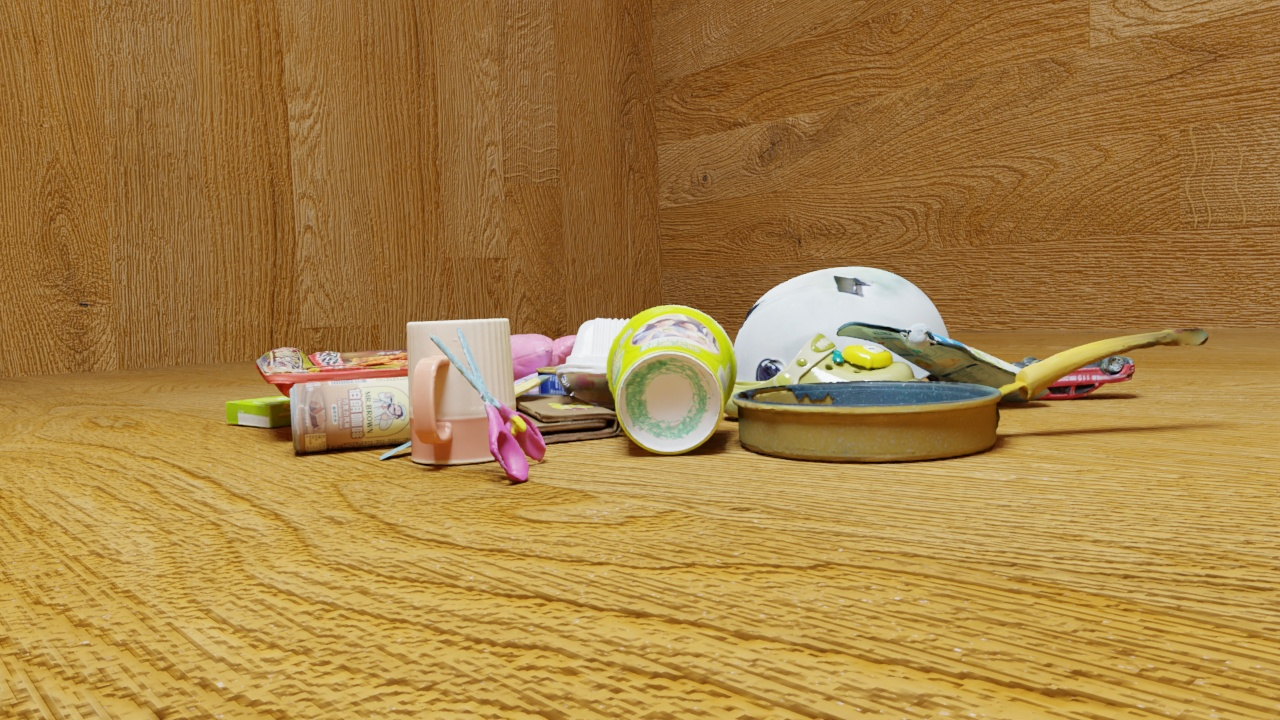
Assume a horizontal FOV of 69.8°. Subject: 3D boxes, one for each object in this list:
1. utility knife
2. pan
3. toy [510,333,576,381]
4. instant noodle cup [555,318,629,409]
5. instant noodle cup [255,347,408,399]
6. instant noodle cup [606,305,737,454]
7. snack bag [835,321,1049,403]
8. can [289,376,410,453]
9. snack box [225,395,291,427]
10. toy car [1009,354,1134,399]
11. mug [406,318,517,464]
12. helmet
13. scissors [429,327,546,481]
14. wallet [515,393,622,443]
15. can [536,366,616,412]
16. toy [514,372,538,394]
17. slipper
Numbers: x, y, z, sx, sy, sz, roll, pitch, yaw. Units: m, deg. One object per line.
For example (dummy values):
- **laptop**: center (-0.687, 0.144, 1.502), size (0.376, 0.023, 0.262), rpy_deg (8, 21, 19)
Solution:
- **utility knife**: center (-0.147, 0.049, 0.782), size (0.031, 0.020, 0.187), rpy_deg (-16, 13, 44)
- **pan**: center (0.249, 0.021, 0.698), size (0.357, 0.078, 0.197), rpy_deg (-2, 4, 1)
- **toy**: center (-0.165, 0.007, 1.150), size (0.194, 0.074, 0.179), rpy_deg (-16, -6, -35)
- **instant noodle cup**: center (-0.005, 0.005, 0.880), size (0.138, 0.060, 0.173), rpy_deg (2, -15, 3)
- **instant noodle cup**: center (-0.280, 0.026, 0.920), size (0.188, 0.079, 0.165), rpy_deg (-5, 8, -25)
- **instant noodle cup**: center (0.023, 0.020, 0.725), size (0.112, 0.112, 0.123), rpy_deg (-2, 11, 4)
- **snack bag**: center (0.290, -0.002, 0.877), size (0.191, 0.039, 0.110), rpy_deg (20, 2, -27)
- **can**: center (-0.236, 0.045, 0.781), size (0.116, 0.058, 0.058), rpy_deg (-3, 4, -21)
- **snack box**: center (-0.371, 0.052, 1.034), size (0.086, 0.026, 0.156), rpy_deg (1, 4, 37)
- **toy car**: center (0.435, 0.016, 0.934), size (0.121, 0.045, 0.052), rpy_deg (-7, 5, 14)
- **mug**: center (-0.142, 0.023, 0.695), size (0.082, 0.106, 0.114), rpy_deg (-2, 3, 13)
- **helmet**: center (0.221, -0.032, 1.047), size (0.259, 0.146, 0.228), rpy_deg (1, 4, 44)
- **scissors**: center (-0.102, 0.033, 0.626), size (0.017, 0.133, 0.131), rpy_deg (-31, 33, 9)
- **wallet**: center (-0.077, 0.052, 0.819), size (0.090, 0.033, 0.115), rpy_deg (-3, 7, -24)
- **can**: center (-0.038, 0.029, 0.998), size (0.148, 0.049, 0.074), rpy_deg (-2, 3, 1)
- **toy**: center (-0.102, 0.029, 1.082), size (0.108, 0.039, 0.083), rpy_deg (-9, 3, 37)
- **slipper**: center (0.164, 0.016, 0.852), size (0.191, 0.081, 0.091), rpy_deg (-4, 5, 19)
